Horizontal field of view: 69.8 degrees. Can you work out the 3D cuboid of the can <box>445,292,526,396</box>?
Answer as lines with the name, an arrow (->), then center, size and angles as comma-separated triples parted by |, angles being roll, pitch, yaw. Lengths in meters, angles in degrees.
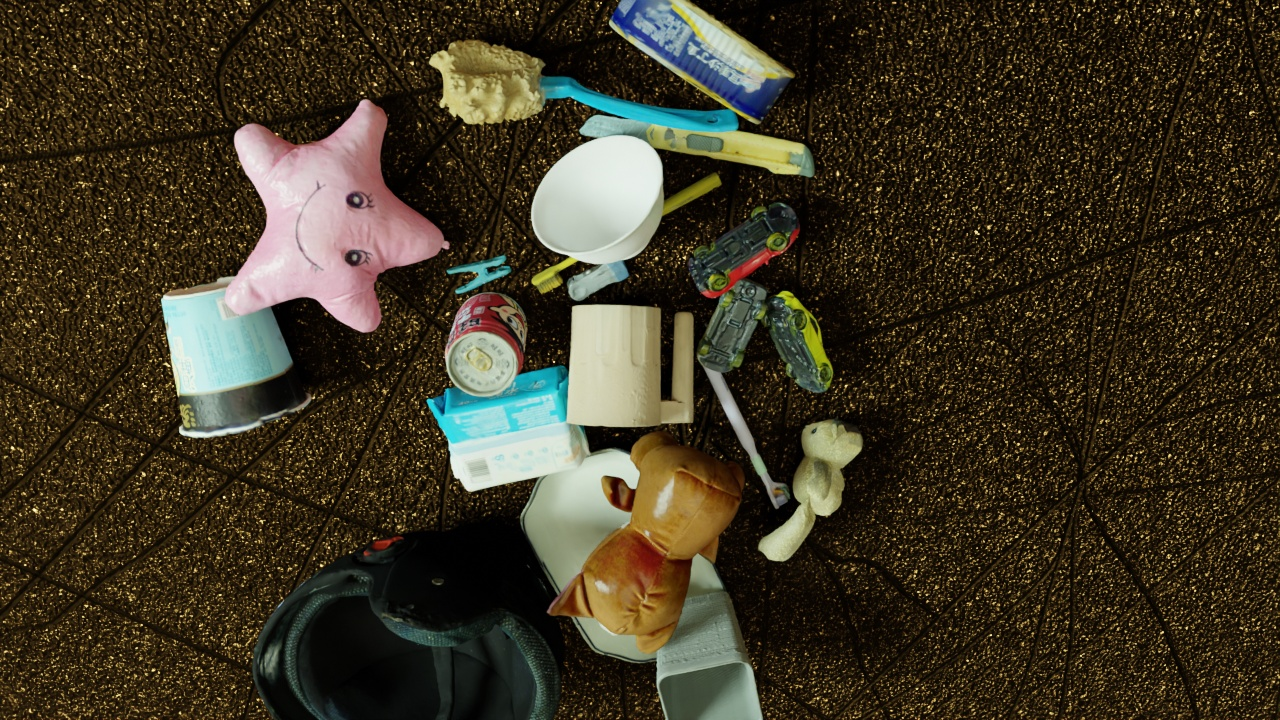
can -> -0.135, -0.015, 0.807 | 0.066, 0.093, 0.067 | -1, 114, -3

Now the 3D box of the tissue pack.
tissue pack -> -0.120, 0.061, 0.858 | 0.140, 0.063, 0.090 | -12, 116, 3

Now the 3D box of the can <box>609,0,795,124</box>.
can -> 0.049, -0.246, 0.725 | 0.148, 0.074, 0.049 | 29, 112, -15

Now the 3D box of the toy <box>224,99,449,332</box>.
toy -> -0.246, -0.120, 0.765 | 0.178, 0.074, 0.195 | 5, 103, -27

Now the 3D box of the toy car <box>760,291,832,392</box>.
toy car -> 0.149, -0.017, 0.850 | 0.032, 0.048, 0.105 | -38, 114, -23

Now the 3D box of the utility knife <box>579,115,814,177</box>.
utility knife -> 0.052, -0.187, 0.787 | 0.207, 0.021, 0.031 | 9, 107, -2

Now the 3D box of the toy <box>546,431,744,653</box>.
toy -> 0.009, 0.168, 0.849 | 0.140, 0.130, 0.199 | 26, 88, -12

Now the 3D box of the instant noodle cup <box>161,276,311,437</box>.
instant noodle cup -> -0.359, -0.008, 0.798 | 0.111, 0.111, 0.120 | -10, 105, 1

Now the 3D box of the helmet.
helmet -> -0.204, 0.274, 0.861 | 0.275, 0.230, 0.234 | 8, 105, 4

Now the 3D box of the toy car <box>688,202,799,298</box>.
toy car -> 0.093, -0.097, 0.807 | 0.106, 0.049, 0.031 | -35, 135, 14

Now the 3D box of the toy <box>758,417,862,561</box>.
toy -> 0.164, 0.127, 0.895 | 0.066, 0.105, 0.157 | 30, 95, 28

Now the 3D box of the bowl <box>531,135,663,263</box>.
bowl -> -0.025, -0.122, 0.771 | 0.118, 0.118, 0.065 | -28, 145, 9

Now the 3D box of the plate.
plate -> -0.014, 0.199, 0.942 | 0.162, 0.034, 0.266 | -23, 114, 7

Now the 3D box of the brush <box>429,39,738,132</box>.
brush -> -0.043, -0.212, 0.745 | 0.254, 0.083, 0.046 | 6, 137, -14

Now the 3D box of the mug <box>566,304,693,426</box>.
mug -> -0.005, 0.005, 0.821 | 0.124, 0.084, 0.103 | 1, 91, -29

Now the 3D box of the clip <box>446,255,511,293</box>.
clip -> -0.144, -0.078, 0.822 | 0.056, 0.014, 0.040 | -15, 115, 5

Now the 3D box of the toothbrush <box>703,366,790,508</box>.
toothbrush -> 0.101, 0.067, 0.897 | 0.021, 0.029, 0.189 | -8, 120, 42

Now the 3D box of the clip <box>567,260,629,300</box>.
clip -> -0.039, -0.074, 0.827 | 0.057, 0.033, 0.025 | -25, 115, 4

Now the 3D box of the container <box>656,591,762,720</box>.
container -> 0.063, 0.298, 0.908 | 0.090, 0.114, 0.090 | -12, 114, 2

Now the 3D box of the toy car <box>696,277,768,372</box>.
toy car -> 0.083, -0.033, 0.841 | 0.042, 0.035, 0.090 | 20, 106, -10

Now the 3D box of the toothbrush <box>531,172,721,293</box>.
toothbrush -> -0.013, -0.112, 0.813 | 0.190, 0.015, 0.016 | -29, 117, 9
